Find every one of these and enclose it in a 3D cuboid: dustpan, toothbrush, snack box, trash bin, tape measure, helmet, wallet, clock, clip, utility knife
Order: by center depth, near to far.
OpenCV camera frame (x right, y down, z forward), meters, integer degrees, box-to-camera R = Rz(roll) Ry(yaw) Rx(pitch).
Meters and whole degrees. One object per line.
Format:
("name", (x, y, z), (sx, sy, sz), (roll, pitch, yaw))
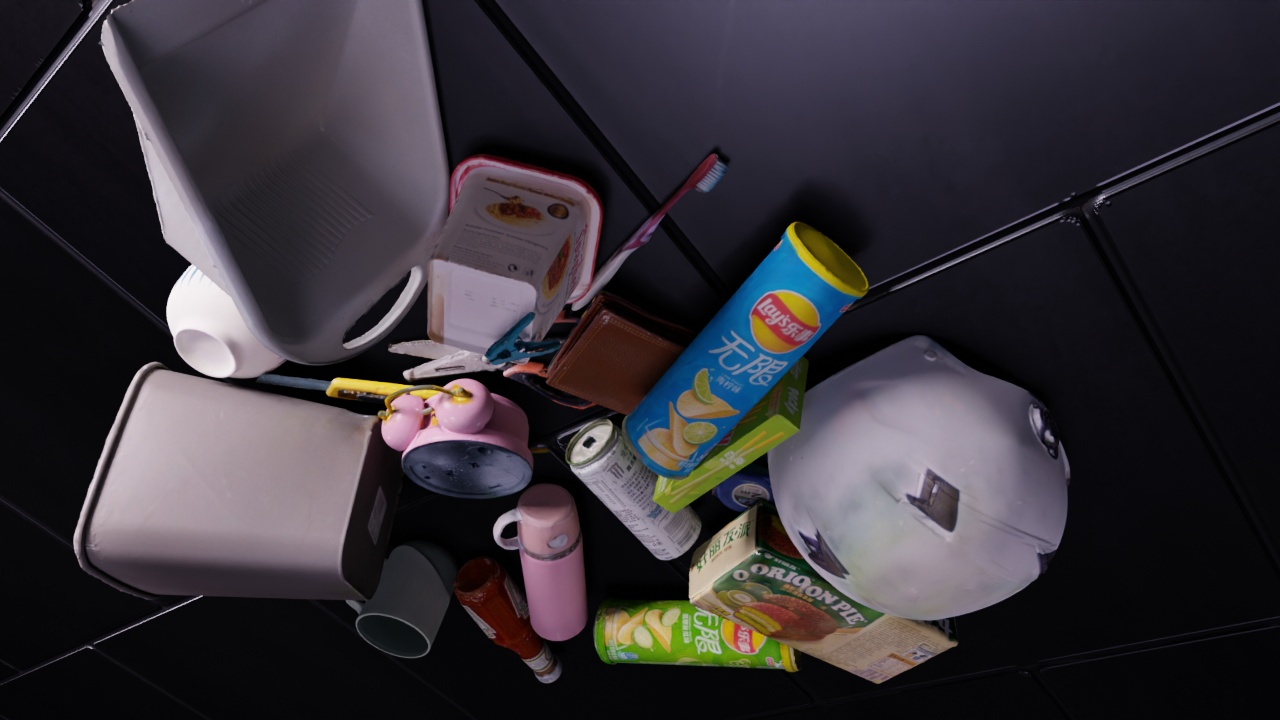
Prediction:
("dustpan", (-0.194, -0.124, 0.591), (0.142, 0.222, 0.259), (38, 142, -2))
("clip", (-0.083, -0.011, 0.622), (0.055, 0.013, 0.034), (-21, 122, 26))
("toothbrush", (0.002, -0.091, 0.696), (0.017, 0.016, 0.188), (28, 132, -23))
("helmet", (0.224, 0.122, 0.733), (0.258, 0.145, 0.230), (40, 129, -20))
("wallet", (-0.004, 0.004, 0.759), (0.124, 0.032, 0.101), (23, 131, -21))
("snack box", (0.073, 0.059, 0.761), (0.026, 0.085, 0.157), (36, 131, -17))
("clock", (-0.164, 0.067, 0.828), (0.117, 0.059, 0.158), (-15, 144, 23))
("tape measure", (0.097, 0.115, 0.845), (0.058, 0.025, 0.055), (12, 135, 1))
("utility knife", (-0.245, 0.032, 0.846), (0.218, 0.015, 0.033), (7, 145, -6))
("trash bin", (-0.356, 0.129, 0.866), (0.220, 0.198, 0.199), (7, 155, -1))
("snack box", (0.175, 0.228, 0.881), (0.240, 0.063, 0.115), (27, 132, -17))

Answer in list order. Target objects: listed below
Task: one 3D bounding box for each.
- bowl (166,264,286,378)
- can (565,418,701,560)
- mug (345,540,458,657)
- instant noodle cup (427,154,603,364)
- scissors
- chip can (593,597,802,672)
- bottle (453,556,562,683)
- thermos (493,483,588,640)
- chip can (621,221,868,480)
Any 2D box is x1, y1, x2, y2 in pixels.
("bowl", (-0.371, -0.027, 0.822), (0.116, 0.066, 0.117), (8, 132, 9))
("can", (-0.005, 0.122, 0.857), (0.058, 0.058, 0.147), (-23, 121, 31))
("mug", (-0.267, 0.255, 1.017), (0.111, 0.106, 0.082), (23, 134, -6))
("instant noodle cup", (-0.097, -0.070, 0.667), (0.116, 0.124, 0.117), (14, 133, 2))
("scissors", (-0.114, 0.004, 0.811), (0.213, 0.015, 0.198), (33, 131, -14))
("chip can", (0.059, 0.291, 0.981), (0.222, 0.072, 0.073), (-4, 129, 19))
("bottle", (-0.146, 0.308, 1.063), (0.060, 0.059, 0.206), (-9, 130, 22))
("thermos", (-0.100, 0.214, 0.953), (0.087, 0.067, 0.199), (-18, 135, -16))
("chip can", (0.072, -0.002, 0.686), (0.071, 0.071, 0.211), (33, 118, -14))
